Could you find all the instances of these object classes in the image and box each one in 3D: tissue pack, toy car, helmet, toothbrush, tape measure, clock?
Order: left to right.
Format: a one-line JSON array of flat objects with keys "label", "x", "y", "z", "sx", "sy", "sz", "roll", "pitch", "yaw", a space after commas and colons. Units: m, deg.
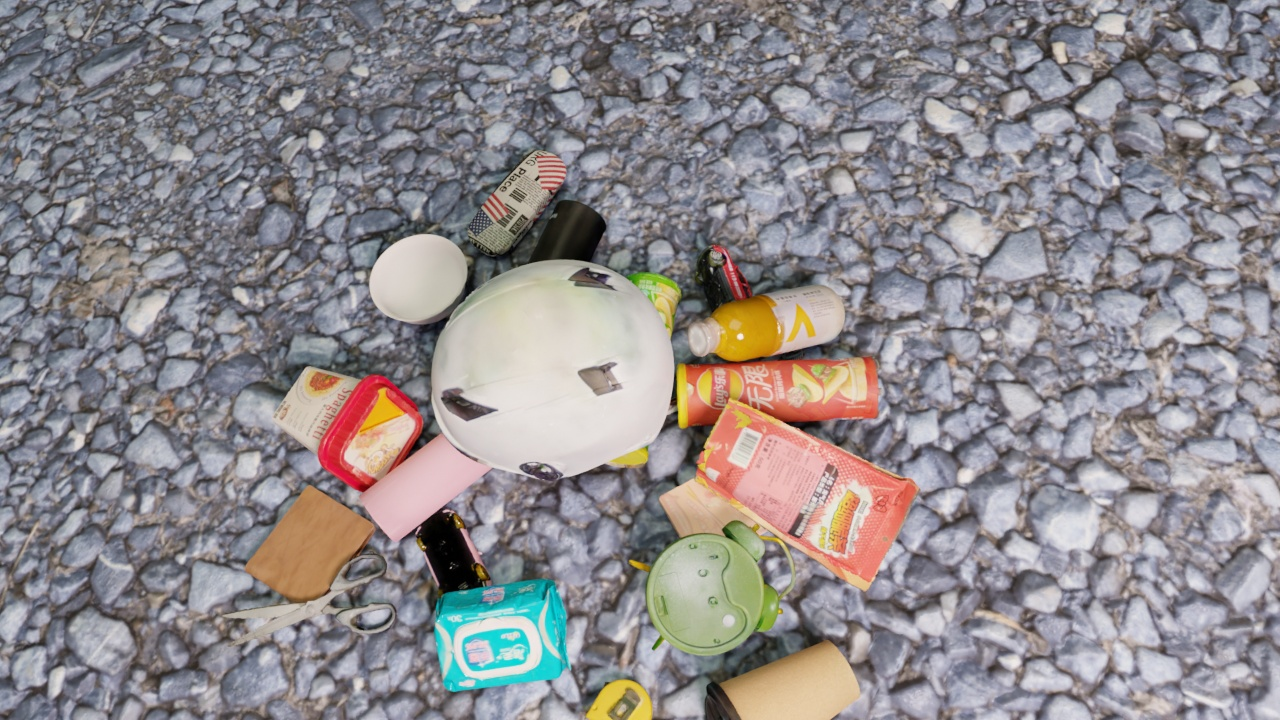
[{"label": "toy car", "x": -0.198, "y": 0.216, "z": 0.982, "sx": 0.056, "sy": 0.037, "sz": 0.122, "roll": -32, "pitch": 53, "yaw": -6}, {"label": "tissue pack", "x": -0.136, "y": 0.275, "z": 0.917, "sx": 0.133, "sy": 0.050, "sz": 0.093, "roll": -10, "pitch": 104, "yaw": 2}, {"label": "helmet", "x": -0.094, "y": -0.005, "z": 0.919, "sx": 0.258, "sy": 0.146, "sz": 0.228, "roll": -5, "pitch": 66, "yaw": -1}, {"label": "tape measure", "x": -0.017, "y": 0.344, "z": 0.903, "sx": 0.060, "sy": 0.029, "sz": 0.057, "roll": 29, "pitch": 71, "yaw": 18}, {"label": "clock", "x": 0.077, "y": 0.224, "z": 0.915, "sx": 0.161, "sy": 0.056, "sz": 0.116, "roll": -15, "pitch": 88, "yaw": -6}, {"label": "toy car", "x": 0.101, "y": -0.078, "z": 1.070, "sx": 0.045, "sy": 0.053, "sz": 0.120, "roll": -10, "pitch": 69, "yaw": -27}, {"label": "toothbrush", "x": 0.100, "y": 0.024, "z": 1.041, "sx": 0.187, "sy": 0.017, "sz": 0.016, "roll": -21, "pitch": 67, "yaw": -3}]

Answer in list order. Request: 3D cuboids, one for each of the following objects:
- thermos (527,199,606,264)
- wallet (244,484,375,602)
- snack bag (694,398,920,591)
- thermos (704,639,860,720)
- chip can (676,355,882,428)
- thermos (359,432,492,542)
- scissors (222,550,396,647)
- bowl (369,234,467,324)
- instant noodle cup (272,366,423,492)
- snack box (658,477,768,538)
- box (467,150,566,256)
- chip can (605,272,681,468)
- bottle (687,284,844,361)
[{"label": "thermos", "x": -0.110, "y": -0.074, "z": 1.076, "sx": 0.068, "sy": 0.090, "sz": 0.242, "roll": 32, "pitch": 67, "yaw": -25}, {"label": "wallet", "x": -0.364, "y": 0.208, "z": 1.014, "sx": 0.101, "sy": 0.020, "sz": 0.115, "roll": 27, "pitch": 70, "yaw": 17}, {"label": "snack bag", "x": 0.159, "y": 0.128, "z": 0.917, "sx": 0.208, "sy": 0.073, "sz": 0.129, "roll": 27, "pitch": 114, "yaw": 17}, {"label": "thermos", "x": 0.130, "y": 0.325, "z": 0.866, "sx": 0.143, "sy": 0.093, "sz": 0.093, "roll": -23, "pitch": 65, "yaw": -13}, {"label": "chip can", "x": 0.147, "y": 0.034, "z": 0.995, "sx": 0.216, "sy": 0.073, "sz": 0.073, "roll": -3, "pitch": 65, "yaw": 1}, {"label": "thermos", "x": -0.210, "y": 0.108, "z": 1.002, "sx": 0.198, "sy": 0.087, "sz": 0.067, "roll": -38, "pitch": 62, "yaw": -11}, {"label": "scissors", "x": -0.341, "y": 0.264, "z": 0.967, "sx": 0.163, "sy": 0.014, "sz": 0.164, "roll": 33, "pitch": 68, "yaw": 4}, {"label": "bowl", "x": -0.259, "y": -0.086, "z": 1.110, "sx": 0.118, "sy": 0.065, "sz": 0.118, "roll": -2, "pitch": 66, "yaw": 5}, {"label": "instant noodle cup", "x": -0.332, "y": 0.070, "z": 1.028, "sx": 0.124, "sy": 0.117, "sz": 0.116, "roll": 18, "pitch": 69, "yaw": 27}, {"label": "snack box", "x": 0.108, "y": 0.147, "z": 0.979, "sx": 0.157, "sy": 0.026, "sz": 0.084, "roll": -28, "pitch": 66, "yaw": -5}, {"label": "box", "x": -0.155, "y": -0.199, "z": 1.167, "sx": 0.068, "sy": 0.051, "sz": 0.164, "roll": 28, "pitch": 70, "yaw": 29}, {"label": "chip can", "x": -0.006, "y": 0.006, "z": 1.033, "sx": 0.072, "sy": 0.073, "sz": 0.220, "roll": 8, "pitch": 67, "yaw": 10}, {"label": "bottle", "x": 0.137, "y": -0.039, "z": 0.999, "sx": 0.189, "sy": 0.068, "sz": 0.068, "roll": -12, "pitch": 61, "yaw": -31}]
